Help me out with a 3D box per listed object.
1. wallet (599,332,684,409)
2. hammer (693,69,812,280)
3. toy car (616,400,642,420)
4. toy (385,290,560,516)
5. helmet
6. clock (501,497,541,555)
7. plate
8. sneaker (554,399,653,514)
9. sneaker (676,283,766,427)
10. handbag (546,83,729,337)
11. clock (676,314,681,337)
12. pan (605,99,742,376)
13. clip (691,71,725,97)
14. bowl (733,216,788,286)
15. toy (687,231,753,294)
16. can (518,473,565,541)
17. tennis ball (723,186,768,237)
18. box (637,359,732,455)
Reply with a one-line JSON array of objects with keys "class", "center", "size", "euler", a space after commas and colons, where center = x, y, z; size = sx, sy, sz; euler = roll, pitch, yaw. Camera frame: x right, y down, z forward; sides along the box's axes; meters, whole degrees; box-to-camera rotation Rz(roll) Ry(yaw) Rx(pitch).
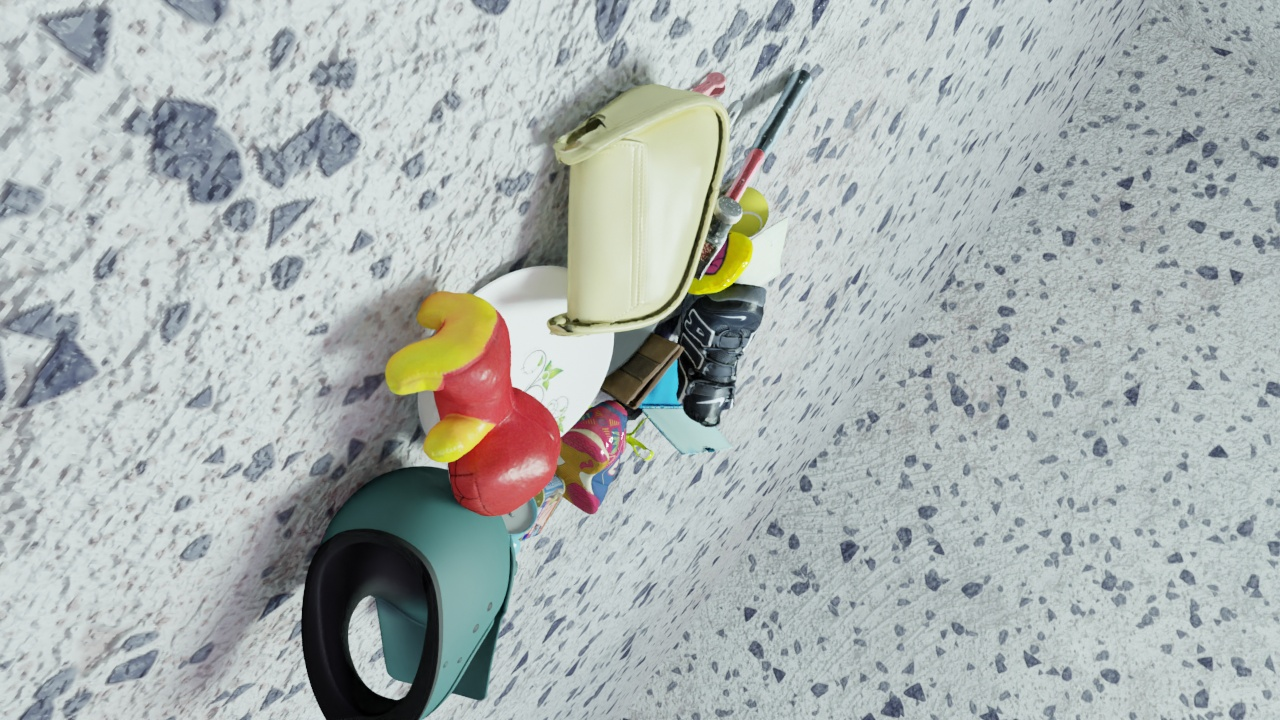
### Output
[{"class": "wallet", "center": [-0.007, 0.007, 1.142], "size": [0.098, 0.121, 0.027], "euler": [-49, 117, -9]}, {"class": "hammer", "center": [0.126, -0.222, 1.035], "size": [0.325, 0.036, 0.141], "euler": [-60, -177, -34]}, {"class": "toy car", "center": [-0.018, 0.069, 1.300], "size": [0.091, 0.036, 0.042], "euler": [-51, 159, -6]}, {"class": "toy", "center": [-0.138, 0.048, 0.814], "size": [0.147, 0.099, 0.216], "euler": [-68, 148, -45]}, {"class": "helmet", "center": [-0.217, 0.237, 0.904], "size": [0.200, 0.176, 0.275], "euler": [-36, 134, -73]}, {"class": "clock", "center": [-0.173, 0.195, 1.103], "size": [0.122, 0.087, 0.042], "euler": [-48, 174, -46]}, {"class": "plate", "center": [-0.128, 0.004, 0.936], "size": [0.228, 0.030, 0.230], "euler": [-24, 132, -30]}, {"class": "sneaker", "center": [-0.055, 0.131, 1.217], "size": [0.090, 0.116, 0.242], "euler": [-54, 172, -29]}, {"class": "sneaker", "center": [0.091, 0.005, 1.147], "size": [0.253, 0.097, 0.150], "euler": [107, -12, -68]}, {"class": "handbag", "center": [-0.012, -0.141, 0.877], "size": [0.190, 0.088, 0.233], "euler": [-17, 124, -36]}, {"class": "clock", "center": [0.118, -0.081, 1.312], "size": [0.157, 0.059, 0.117], "euler": [-49, 157, -25]}, {"class": "pan", "center": [0.013, -0.132, 1.027], "size": [0.200, 0.051, 0.357], "euler": [-12, 132, -61]}, {"class": "clip", "center": [0.066, -0.274, 0.960], "size": [0.060, 0.023, 0.044], "euler": [-35, 157, -37]}, {"class": "bowl", "center": [0.129, -0.113, 1.185], "size": [0.177, 0.058, 0.176], "euler": [-33, -178, 1]}, {"class": "toy", "center": [0.087, -0.112, 1.058], "size": [0.095, 0.094, 0.041], "euler": [-33, 122, 13]}, {"class": "can", "center": [-0.147, 0.190, 1.194], "size": [0.100, 0.054, 0.059], "euler": [-59, 161, 15]}, {"class": "tennis ball", "center": [0.131, -0.189, 1.168], "size": [0.065, 0.065, 0.065], "euler": [-44, 157, -24]}, {"class": "box", "center": [0.049, 0.059, 1.305], "size": [0.070, 0.170, 0.243], "euler": [-20, 170, 20]}]
